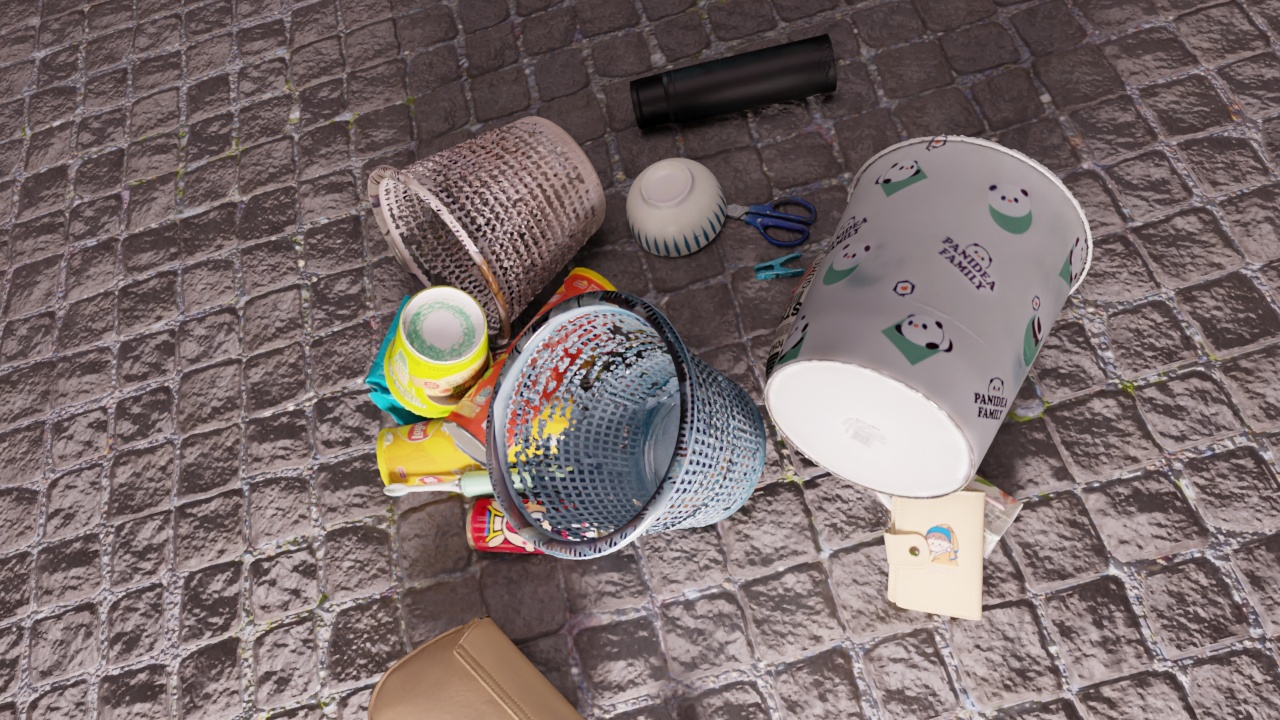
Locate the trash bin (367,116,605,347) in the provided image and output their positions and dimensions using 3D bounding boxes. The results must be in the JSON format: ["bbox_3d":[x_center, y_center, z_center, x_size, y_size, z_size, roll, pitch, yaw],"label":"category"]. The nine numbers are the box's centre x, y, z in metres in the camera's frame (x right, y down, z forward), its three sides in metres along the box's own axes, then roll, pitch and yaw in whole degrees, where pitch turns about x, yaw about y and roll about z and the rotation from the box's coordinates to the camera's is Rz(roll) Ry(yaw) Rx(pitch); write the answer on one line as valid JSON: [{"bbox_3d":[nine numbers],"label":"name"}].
[{"bbox_3d":[-0.154,-0.159,1.011,0.227,0.228,0.191,37,63,25],"label":"trash bin"}]

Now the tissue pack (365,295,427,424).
[{"bbox_3d":[-0.247,0.000,1.003,0.050,0.093,0.133,14,67,13],"label":"tissue pack"}]

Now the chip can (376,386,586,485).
[{"bbox_3d":[-0.161,0.084,0.957,0.213,0.072,0.072,-13,62,4],"label":"chip can"}]

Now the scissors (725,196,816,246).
[{"bbox_3d":[0.121,-0.181,1.065,0.108,0.012,0.175,-45,63,-10],"label":"scissors"}]

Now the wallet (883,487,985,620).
[{"bbox_3d":[0.261,0.168,0.821,0.087,0.024,0.115,2,96,32],"label":"wallet"}]

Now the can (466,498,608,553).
[{"bbox_3d":[-0.102,0.165,0.912,0.133,0.053,0.053,0,64,12],"label":"can"}]

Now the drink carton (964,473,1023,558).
[{"bbox_3d":[0.284,0.122,0.852,0.122,0.046,0.053,36,55,23],"label":"drink carton"}]

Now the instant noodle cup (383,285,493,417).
[{"bbox_3d":[-0.195,-0.013,0.897,0.111,0.124,0.111,4,70,-12],"label":"instant noodle cup"}]

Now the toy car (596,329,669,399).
[{"bbox_3d":[-0.006,0.006,0.982,0.043,0.036,0.091,39,76,24],"label":"toy car"}]

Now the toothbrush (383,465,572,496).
[{"bbox_3d":[-0.146,0.124,0.929,0.224,0.027,0.026,-4,67,-6],"label":"toothbrush"}]

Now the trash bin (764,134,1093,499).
[{"bbox_3d":[0.246,-0.031,0.816,0.230,0.230,0.251,22,60,21],"label":"trash bin"}]

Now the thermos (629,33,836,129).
[{"bbox_3d":[0.110,-0.343,1.119,0.243,0.068,0.089,-9,40,7],"label":"thermos"}]

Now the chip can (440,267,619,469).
[{"bbox_3d":[-0.102,0.005,0.908,0.073,0.073,0.216,27,64,22],"label":"chip can"}]

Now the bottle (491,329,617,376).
[{"bbox_3d":[-0.111,0.002,0.994,0.175,0.057,0.057,-21,62,1],"label":"bottle"}]

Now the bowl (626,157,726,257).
[{"bbox_3d":[0.036,-0.184,1.046,0.116,0.066,0.116,-6,66,14],"label":"bowl"}]

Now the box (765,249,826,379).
[{"bbox_3d":[0.195,-0.037,0.958,0.088,0.076,0.162,29,67,-3],"label":"box"}]

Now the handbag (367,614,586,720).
[{"bbox_3d":[-0.136,0.336,0.814,0.204,0.100,0.147,38,69,25],"label":"handbag"}]

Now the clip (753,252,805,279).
[{"bbox_3d":[0.154,-0.102,1.017,0.056,0.014,0.039,-13,61,6],"label":"clip"}]

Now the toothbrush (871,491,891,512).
[{"bbox_3d":[0.204,0.109,0.900,0.017,0.016,0.187,-46,64,-3],"label":"toothbrush"}]

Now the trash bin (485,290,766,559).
[{"bbox_3d":[0.006,0.071,0.836,0.227,0.195,0.226,-11,71,35],"label":"trash bin"}]
